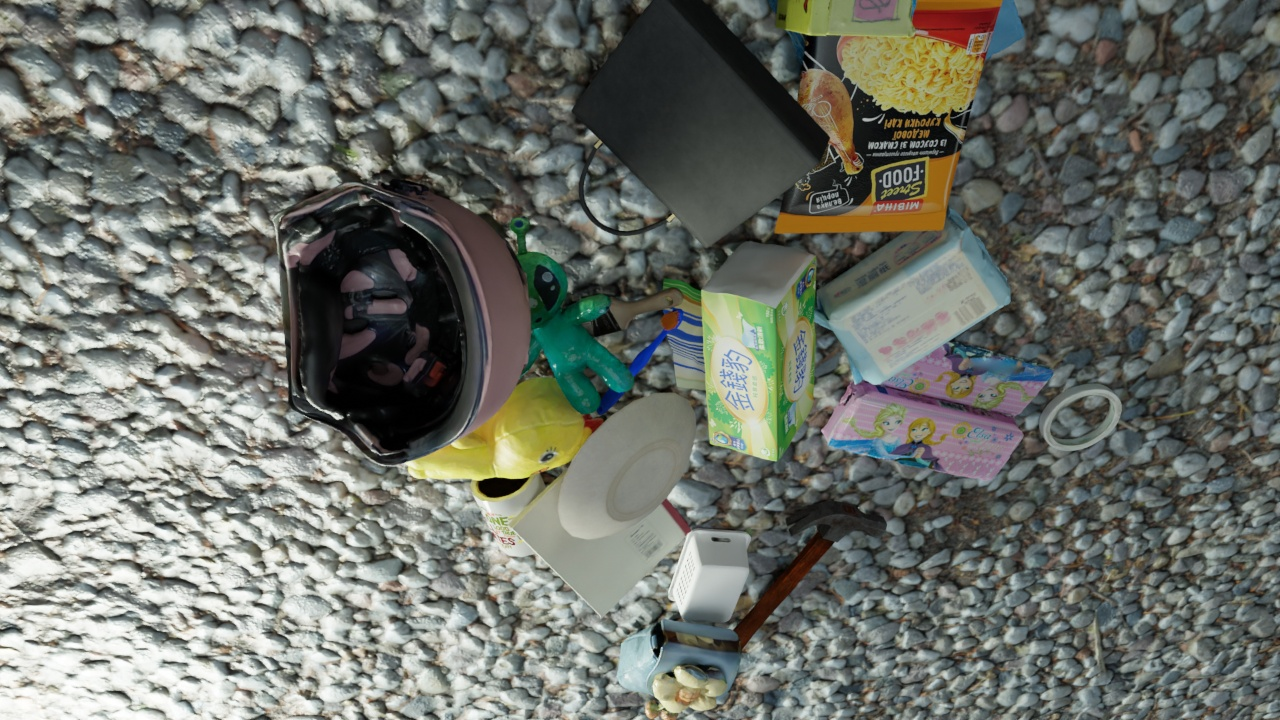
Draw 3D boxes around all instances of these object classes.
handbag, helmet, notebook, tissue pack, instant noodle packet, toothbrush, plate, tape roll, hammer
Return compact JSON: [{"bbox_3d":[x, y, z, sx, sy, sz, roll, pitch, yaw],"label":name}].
[{"bbox_3d":[0.023,-0.177,0.776,0.176,0.072,0.196,44,123,-9],"label":"handbag"},{"bbox_3d":[-0.188,-0.036,0.783,0.256,0.152,0.230,1,100,35],"label":"helmet"},{"bbox_3d":[0.041,0.388,1.147,0.121,0.118,0.192,14,151,-17],"label":"handbag"},{"bbox_3d":[-0.038,0.190,1.039,0.153,0.012,0.209,-43,130,-10],"label":"notebook"},{"bbox_3d":[0.089,-0.015,0.908,0.141,0.120,0.198,14,124,27],"label":"tissue pack"},{"bbox_3d":[0.207,-0.208,0.781,0.160,0.032,0.221,-2,126,-6],"label":"instant noodle packet"},{"bbox_3d":[-0.005,0.005,0.929,0.018,0.016,0.183,-18,157,-42],"label":"toothbrush"},{"bbox_3d":[-0.003,0.120,0.973,0.188,0.027,0.189,-28,138,-29],"label":"plate"},{"bbox_3d":[0.264,-0.060,0.915,0.182,0.069,0.112,-34,123,19],"label":"tissue pack"},{"bbox_3d":[0.515,0.067,1.075,0.093,0.013,0.093,-4,125,-5],"label":"tape roll"},{"bbox_3d":[0.183,0.292,1.183,0.111,0.028,0.301,20,121,-22],"label":"hammer"}]

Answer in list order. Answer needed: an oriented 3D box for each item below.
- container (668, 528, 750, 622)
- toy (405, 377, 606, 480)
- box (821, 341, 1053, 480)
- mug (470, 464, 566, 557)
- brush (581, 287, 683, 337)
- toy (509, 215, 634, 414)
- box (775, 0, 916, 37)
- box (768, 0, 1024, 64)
[{"bbox_3d":[0.088,0.273,1.141,0.080,0.049,0.129,6,125,-12],"label":"container"},{"bbox_3d":[-0.135,0.078,0.930,0.207,0.092,0.134,-21,164,-11],"label":"toy"},{"bbox_3d":[0.338,0.052,1.030,0.230,0.035,0.160,13,122,-18],"label":"box"},{"bbox_3d":[-0.125,0.151,1.016,0.105,0.073,0.090,-31,128,-18],"label":"mug"},{"bbox_3d":[-0.026,-0.044,0.889,0.151,0.012,0.039,-13,122,28],"label":"brush"},{"bbox_3d":[-0.086,-0.037,0.867,0.131,0.072,0.193,-34,103,15],"label":"toy"},{"bbox_3d":[0.148,-0.338,0.623,0.081,0.124,0.221,0,115,-2],"label":"box"},{"bbox_3d":[0.194,-0.312,0.745,0.175,0.033,0.231,-30,124,12],"label":"box"}]
